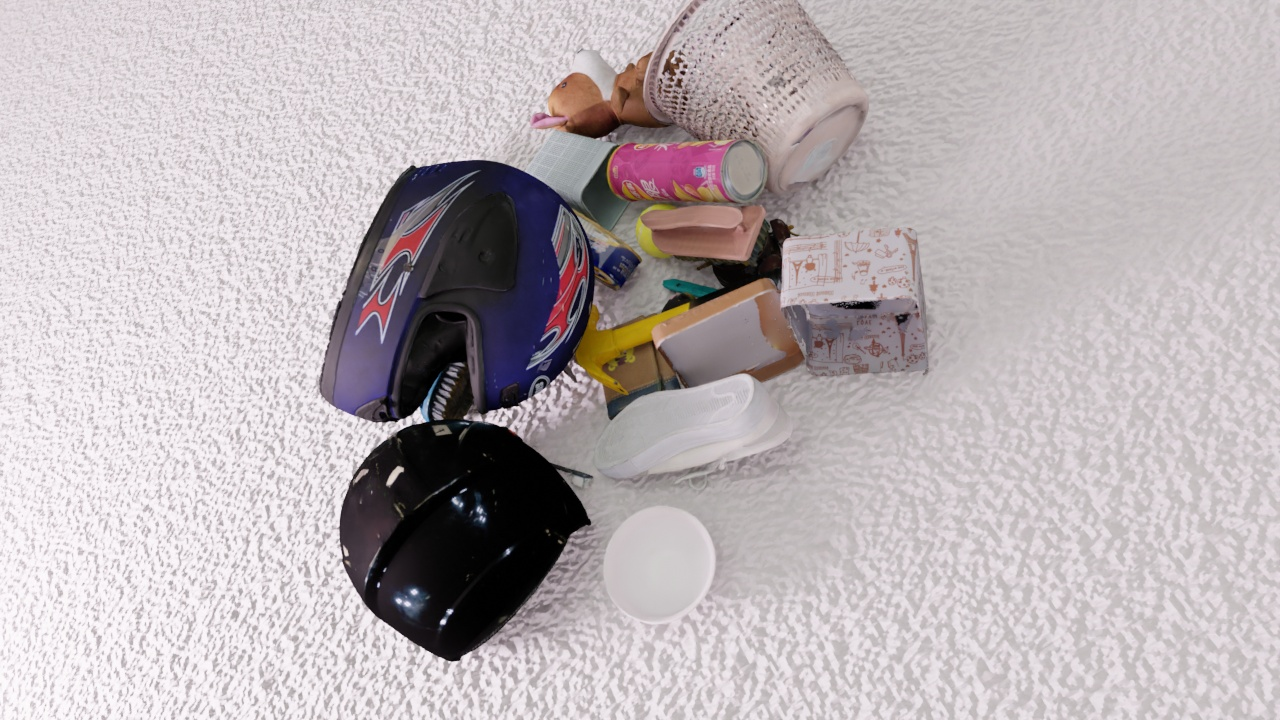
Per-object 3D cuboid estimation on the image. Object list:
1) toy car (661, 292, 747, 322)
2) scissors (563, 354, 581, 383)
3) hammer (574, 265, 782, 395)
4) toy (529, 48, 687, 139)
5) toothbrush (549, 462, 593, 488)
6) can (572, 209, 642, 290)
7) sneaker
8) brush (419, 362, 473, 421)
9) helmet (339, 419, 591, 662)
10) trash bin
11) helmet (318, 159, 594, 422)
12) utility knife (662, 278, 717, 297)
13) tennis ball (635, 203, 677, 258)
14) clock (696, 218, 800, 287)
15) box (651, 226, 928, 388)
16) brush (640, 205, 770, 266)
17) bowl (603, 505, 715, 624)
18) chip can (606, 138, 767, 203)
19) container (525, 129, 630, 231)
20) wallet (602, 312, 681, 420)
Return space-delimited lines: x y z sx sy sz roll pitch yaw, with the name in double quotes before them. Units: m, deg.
"toy car" 0.079 -0.042 1.056 0.122 0.037 0.056 18 70 33
"scissors" -0.122 -0.040 1.138 0.168 0.014 0.155 10 50 3
"hammer" 0.061 -0.053 1.028 0.301 0.033 0.128 -20 55 17
"toy" -0.040 -0.350 1.201 0.200 0.139 0.130 -14 101 24
"toothbrush" -0.135 0.117 1.080 0.181 0.015 0.018 16 82 26
"can" -0.067 -0.142 1.139 0.148 0.074 0.049 34 84 30
"sneaker" 0.055 0.083 0.979 0.243 0.090 0.089 -21 44 41
"brush" -0.235 0.013 1.144 0.073 0.055 0.143 16 74 26
"helmet" -0.203 0.171 0.970 0.233 0.230 0.275 -46 39 -5
"trash bin" 0.147 -0.308 1.066 0.227 0.227 0.192 -39 71 0
"helmet" -0.179 -0.060 1.007 0.240 0.248 0.315 19 74 0
"utility knife" 0.091 -0.076 1.075 0.151 0.013 0.029 17 34 27
"tennis ball" 0.026 -0.157 1.113 0.065 0.065 0.065 -9 63 18
"clock" 0.130 -0.126 1.063 0.122 0.055 0.082 4 67 26
"box" 0.155 -0.036 0.939 0.261 0.179 0.105 -5 64 19
"brush" 0.068 -0.145 1.021 0.146 0.073 0.063 10 74 41
"bowl" 0.028 0.214 0.939 0.118 0.065 0.118 -9 63 18
"chip can" 0.049 -0.218 1.058 0.211 0.071 0.071 14 70 52
"container" -0.077 -0.234 1.178 0.111 0.090 0.090 26 77 32
"wallet" -0.006 0.006 1.072 0.090 0.033 0.115 -22 57 12
